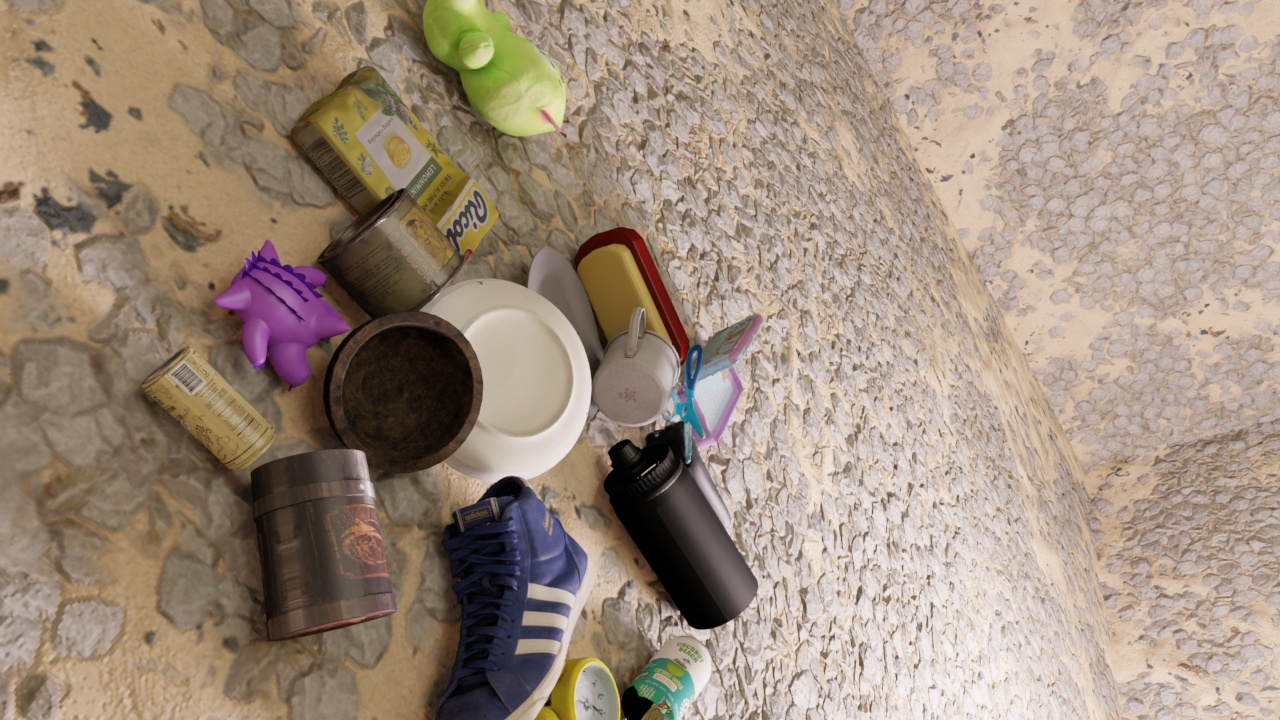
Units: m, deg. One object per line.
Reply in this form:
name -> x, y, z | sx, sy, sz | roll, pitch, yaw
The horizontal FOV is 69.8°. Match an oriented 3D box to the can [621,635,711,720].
can -> 0.027, 0.305, 0.866 | 0.101, 0.055, 0.055 | -29, 95, -58

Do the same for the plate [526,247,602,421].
plate -> -0.078, -0.025, 0.923 | 0.178, 0.012, 0.178 | -12, 90, -73

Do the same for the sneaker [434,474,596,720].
sneaker -> -0.114, 0.181, 0.694 | 0.118, 0.092, 0.232 | 62, 31, -17

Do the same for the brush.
brush -> -0.013, -0.059, 1.006 | 0.041, 0.082, 0.173 | -30, 97, -58

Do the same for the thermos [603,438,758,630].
thermos -> 0.035, 0.169, 0.933 | 0.198, 0.086, 0.085 | 58, 33, -15

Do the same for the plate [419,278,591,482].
plate -> -0.115, 0.013, 0.792 | 0.182, 0.034, 0.182 | 9, 73, -33

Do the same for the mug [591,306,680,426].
mug -> -0.006, 0.006, 0.951 | 0.070, 0.084, 0.113 | -67, 158, -58

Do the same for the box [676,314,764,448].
box -> 0.112, 0.018, 1.102 | 0.090, 0.091, 0.213 | 62, 20, -7

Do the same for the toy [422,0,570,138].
toy -> -0.149, -0.308, 0.950 | 0.150, 0.107, 0.197 | -101, 165, -63

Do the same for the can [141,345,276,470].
can -> -0.277, 0.032, 0.593 | 0.079, 0.038, 0.038 | 52, 35, -23

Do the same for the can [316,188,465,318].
can -> -0.199, -0.082, 0.732 | 0.074, 0.090, 0.089 | 52, 35, -24

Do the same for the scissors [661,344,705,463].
scissors -> 0.052, 0.040, 0.953 | 0.013, 0.118, 0.140 | 16, 16, -17

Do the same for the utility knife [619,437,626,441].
utility knife -> 0.024, 0.151, 0.999 | 0.167, 0.015, 0.022 | 55, 4, -22

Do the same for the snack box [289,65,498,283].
snack box -> -0.210, -0.163, 0.809 | 0.181, 0.045, 0.121 | 52, 34, -24

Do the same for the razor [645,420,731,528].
razor -> 0.060, 0.131, 1.037 | 0.151, 0.054, 0.067 | 56, 20, -27

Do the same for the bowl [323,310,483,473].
bowl -> -0.188, 0.022, 0.704 | 0.121, 0.056, 0.121 | -4, 97, -37

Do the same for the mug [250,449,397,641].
mug -> -0.207, 0.124, 0.619 | 0.116, 0.080, 0.107 | 60, 15, -74

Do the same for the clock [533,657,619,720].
clock -> -0.065, 0.278, 0.740 | 0.118, 0.057, 0.083 | 41, 40, -46

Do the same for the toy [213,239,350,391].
toy -> -0.253, -0.038, 0.655 | 0.088, 0.056, 0.105 | 46, 39, -25
